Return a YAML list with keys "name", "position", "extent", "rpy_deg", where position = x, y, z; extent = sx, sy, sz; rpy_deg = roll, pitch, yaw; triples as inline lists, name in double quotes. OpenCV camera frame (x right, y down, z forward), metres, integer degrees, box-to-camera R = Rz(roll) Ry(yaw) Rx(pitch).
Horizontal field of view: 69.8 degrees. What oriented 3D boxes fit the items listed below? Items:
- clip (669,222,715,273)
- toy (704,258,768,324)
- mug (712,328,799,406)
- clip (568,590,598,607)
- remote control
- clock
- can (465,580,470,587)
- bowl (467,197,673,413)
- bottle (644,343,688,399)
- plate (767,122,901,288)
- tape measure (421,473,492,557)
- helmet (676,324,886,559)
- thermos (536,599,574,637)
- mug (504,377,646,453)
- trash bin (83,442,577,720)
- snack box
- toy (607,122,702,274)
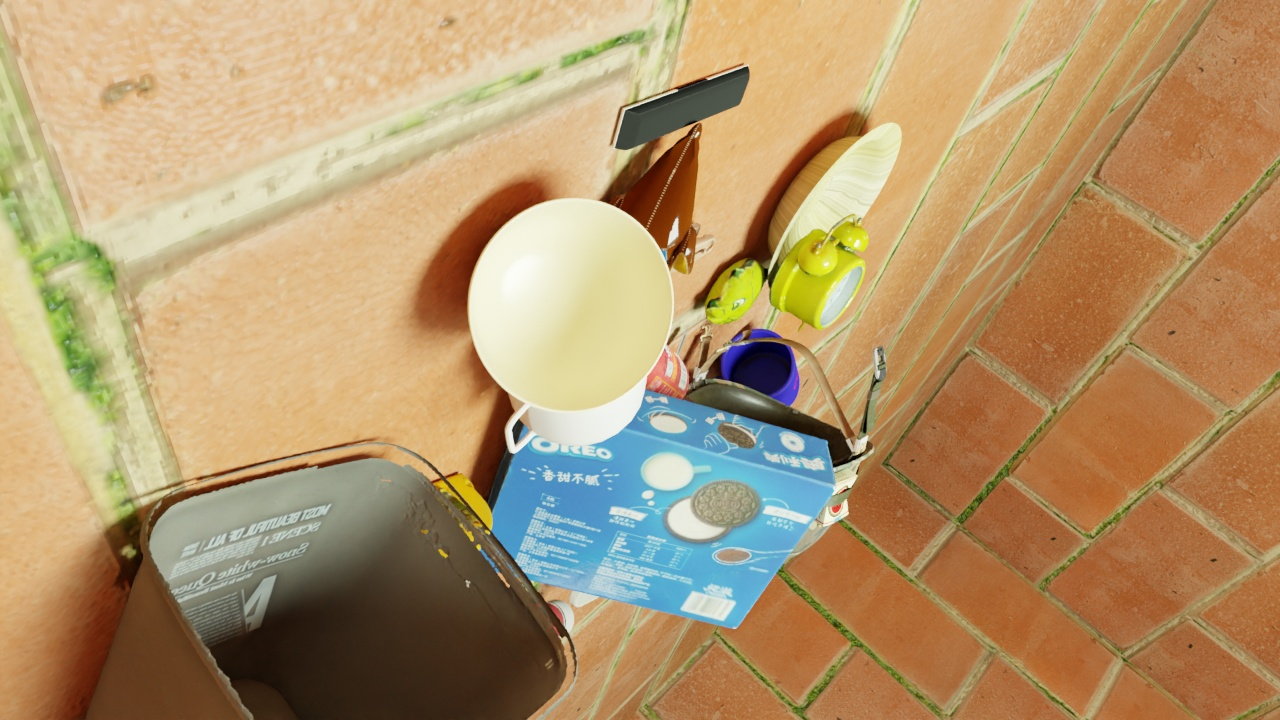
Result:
- name: "clip"
  position: [0.032, -0.083, 0.697]
  extent: [0.026, 0.049, 0.061]
  rpy_deg: [107, 3, -49]
- name: "toy"
  position: [0.090, -0.062, 0.850]
  extent: [0.094, 0.036, 0.094]
  rpy_deg: [-43, 165, -25]
- name: "mug"
  position: [0.119, 0.021, 1.014]
  extent: [0.111, 0.079, 0.083]
  rpy_deg: [-22, 161, 7]
- name: "clip"
  position: [-0.038, 0.213, 1.032]
  extent: [0.125, 0.089, 0.151]
  rpy_deg: [-3, 121, -60]
- name: "remote control"
  position: [0.030, -0.160, 0.578]
  extent: [0.124, 0.012, 0.028]
  rpy_deg: [-32, 154, -39]
- name: "clock"
  position: [0.162, -0.082, 0.824]
  extent: [0.083, 0.057, 0.119]
  rpy_deg: [-33, 149, -36]
- name: "can"
  position: [-0.165, 0.214, 0.734]
  extent: [0.089, 0.090, 0.075]
  rpy_deg: [-32, 154, -39]
- name: "bowl"
  position: [-0.049, -0.034, 0.534]
  extent: [0.118, 0.118, 0.074]
  rpy_deg: [-46, -158, -10]
- name: "bottle"
  position: [-0.004, 0.004, 0.733]
  extent: [0.062, 0.062, 0.137]
  rpy_deg: [-49, 159, 0]
- name: "plate"
  position: [0.166, -0.148, 0.850]
  extent: [0.184, 0.036, 0.185]
  rpy_deg: [-41, 159, -20]
- name: "tape measure"
  position: [-0.137, 0.114, 0.656]
  extent: [0.068, 0.059, 0.030]
  rpy_deg: [-17, 143, -55]
- name: "helmet"
  position: [0.114, 0.075, 0.858]
  extent: [0.224, 0.193, 0.236]
  rpy_deg: [13, 100, -54]
- name: "thermos"
  position: [-0.133, 0.287, 0.957]
  extent: [0.073, 0.073, 0.239]
  rpy_deg: [-52, 160, 8]
- name: "mug"
  position: [-0.049, 0.012, 0.598]
  extent: [0.115, 0.094, 0.068]
  rpy_deg: [-49, 163, -23]
- name: "trash bin"
  position: [-0.194, 0.199, 0.521]
  extent: [0.221, 0.197, 0.197]
  rpy_deg: [-51, 161, 25]
- name: "snack box"
  position: [0.003, 0.115, 0.726]
  extent: [0.056, 0.238, 0.196]
  rpy_deg: [-85, -165, -50]
- name: "toy"
  position: [0.018, -0.105, 0.610]
  extent: [0.103, 0.070, 0.090]
  rpy_deg: [-64, 176, 0]
